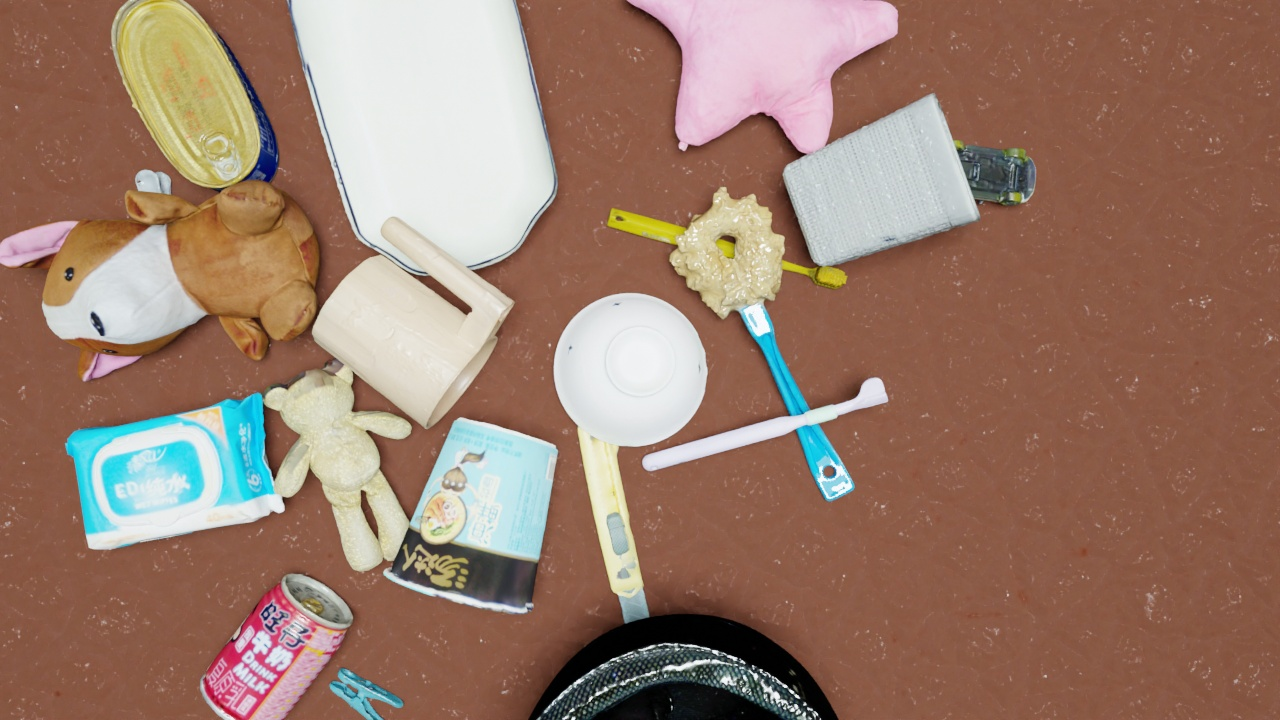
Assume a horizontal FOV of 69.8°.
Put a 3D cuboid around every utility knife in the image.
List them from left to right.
[{"bbox_3d":[-0.017,0.135,0.705,0.031,0.021,0.207,-12,95,-4],"label":"utility knife"}]

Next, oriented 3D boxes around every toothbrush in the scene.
[{"bbox_3d":[0.067,-0.086,0.706,0.190,0.016,0.015,15,90,-3],"label":"toothbrush"},{"bbox_3d":[0.089,0.050,0.683,0.189,0.029,0.021,-19,49,13],"label":"toothbrush"}]

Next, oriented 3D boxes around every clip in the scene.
[{"bbox_3d":[-0.360,-0.113,0.685,0.025,0.033,0.057,-9,97,-1],"label":"clip"},{"bbox_3d":[-0.208,0.254,0.693,0.056,0.014,0.040,37,87,-4],"label":"clip"}]

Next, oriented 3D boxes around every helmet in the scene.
[{"bbox_3d":[0.031,0.298,0.600,0.233,0.230,0.275,-4,100,6],"label":"helmet"}]

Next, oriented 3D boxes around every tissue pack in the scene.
[{"bbox_3d":[-0.333,0.080,0.661,0.140,0.063,0.090,-11,90,-3],"label":"tissue pack"}]

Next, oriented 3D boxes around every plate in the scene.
[{"bbox_3d":[-0.154,-0.196,0.667,0.162,0.034,0.266,-13,99,7],"label":"plate"}]

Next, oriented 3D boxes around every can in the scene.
[{"bbox_3d":[-0.323,-0.191,0.670,0.074,0.049,0.148,-28,91,-3],"label":"can"},{"bbox_3d":[-0.261,0.209,0.663,0.066,0.066,0.094,38,88,-2],"label":"can"}]

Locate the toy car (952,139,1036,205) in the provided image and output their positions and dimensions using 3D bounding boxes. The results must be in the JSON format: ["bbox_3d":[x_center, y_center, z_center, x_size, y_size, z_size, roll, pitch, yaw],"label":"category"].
[{"bbox_3d":[0.258,-0.143,0.707,0.090,0.035,0.042,6,91,-3],"label":"toy car"}]

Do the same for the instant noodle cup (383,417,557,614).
[{"bbox_3d":[-0.114,0.107,0.658,0.111,0.111,0.120,15,81,-3],"label":"instant noodle cup"}]

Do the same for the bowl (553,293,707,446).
[{"bbox_3d":[-0.004,0.004,0.673,0.118,0.065,0.118,1,85,-6],"label":"bowl"}]

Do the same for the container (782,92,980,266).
[{"bbox_3d":[0.173,-0.123,0.663,0.114,0.090,0.090,-19,89,23],"label":"container"}]

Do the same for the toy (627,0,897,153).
[{"bbox_3d":[0.073,-0.237,0.680,0.194,0.074,0.178,36,90,1],"label":"toy"}]

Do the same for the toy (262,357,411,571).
[{"bbox_3d":[-0.215,0.079,0.673,0.105,0.066,0.157,-25,97,-25],"label":"toy"}]

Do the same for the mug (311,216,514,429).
[{"bbox_3d":[-0.159,-0.027,0.650,0.103,0.084,0.125,37,124,0],"label":"mug"}]

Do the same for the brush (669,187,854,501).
[{"bbox_3d":[0.100,-0.008,0.693,0.083,0.046,0.255,-26,101,1],"label":"brush"}]

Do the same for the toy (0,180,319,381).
[{"bbox_3d":[-0.328,-0.053,0.640,0.199,0.130,0.140,-10,116,3],"label":"toy"}]
